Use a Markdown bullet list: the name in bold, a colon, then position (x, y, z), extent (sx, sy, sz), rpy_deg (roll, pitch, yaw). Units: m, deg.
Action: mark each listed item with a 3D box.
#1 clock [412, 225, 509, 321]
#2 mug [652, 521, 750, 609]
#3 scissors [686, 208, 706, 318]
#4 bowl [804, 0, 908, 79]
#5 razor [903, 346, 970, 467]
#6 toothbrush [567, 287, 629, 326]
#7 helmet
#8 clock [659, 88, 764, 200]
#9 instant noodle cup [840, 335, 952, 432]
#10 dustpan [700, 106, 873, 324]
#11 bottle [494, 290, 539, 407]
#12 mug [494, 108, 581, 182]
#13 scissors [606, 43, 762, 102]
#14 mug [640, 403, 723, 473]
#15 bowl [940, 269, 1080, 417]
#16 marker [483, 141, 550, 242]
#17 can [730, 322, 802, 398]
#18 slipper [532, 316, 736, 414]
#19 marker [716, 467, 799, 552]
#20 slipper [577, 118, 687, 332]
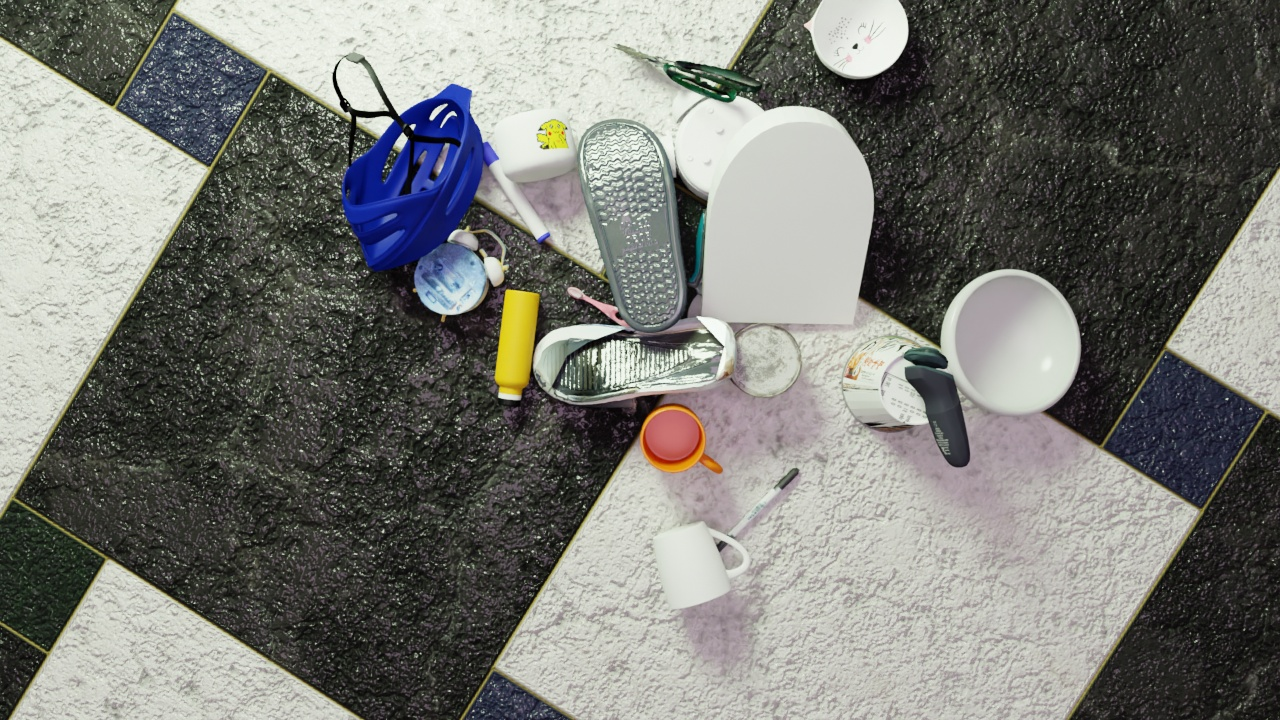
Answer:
- **clock**: position (-0.223, -0.111, 1.149), extent (0.125, 0.052, 0.089), rpy_deg (-43, 89, 2)
- **mug**: position (0.076, 0.246, 1.134), extent (0.114, 0.081, 0.087), rpy_deg (-17, 84, -6)
- **scissors**: position (0.090, -0.122, 1.156), extent (0.126, 0.019, 0.154), rpy_deg (-26, 92, 4)
- **bowl**: position (0.266, -0.400, 1.130), extent (0.115, 0.050, 0.114), rpy_deg (0, 91, 2)
- **razor**: position (0.333, 0.052, 1.018), extent (0.052, 0.047, 0.143), rpy_deg (-19, 93, -23)
- **toothbrush**: position (-0.033, -0.060, 1.162), extent (0.135, 0.016, 0.021), rpy_deg (27, 93, 1)
- **helmet**: position (-0.289, -0.237, 1.068), extent (0.148, 0.227, 0.241), rpy_deg (28, 83, 34)
- **clock**: position (0.103, -0.260, 1.126), extent (0.161, 0.073, 0.125), rpy_deg (23, 91, 1)
- **instant noodle cup**: position (0.314, 0.030, 1.100), extent (0.123, 0.121, 0.123), rpy_deg (0, 91, 2)
- **dustpan**: position (0.175, -0.169, 1.101), extent (0.191, 0.053, 0.258), rpy_deg (1, 123, -2)
- **bottle**: position (-0.157, -0.014, 1.152), extent (0.043, 0.043, 0.143), rpy_deg (7, 91, 1)
- **mug**: position (-0.119, -0.263, 1.129), extent (0.115, 0.094, 0.068), rpy_deg (-13, 92, -36)
- **scissors**: position (0.058, -0.364, 1.139), extent (0.210, 0.137, 0.015), rpy_deg (33, 128, 26)
- **mug**: position (0.054, 0.103, 1.121), extent (0.112, 0.096, 0.077), rpy_deg (34, 91, 1)
- **bowl**: position (0.438, -0.019, 1.116), extent (0.176, 0.066, 0.176), rpy_deg (1, 85, -12)
- **marker**: position (-0.161, -0.213, 1.161), extent (0.020, 0.020, 0.141), rpy_deg (-34, 91, 2)
- **can**: position (0.149, 0.000, 1.129), extent (0.090, 0.074, 0.090), rpy_deg (0, 90, 3)
- **slipper**: position (-0.007, 0.006, 1.129), extent (0.264, 0.063, 0.111), rpy_deg (-8, 69, 20)
- **marker**: position (0.146, 0.191, 1.163), extent (0.011, 0.011, 0.152), rpy_deg (44, 92, 1)
- **slipper**: position (0.001, -0.163, 1.120), extent (0.111, 0.083, 0.268), rpy_deg (-14, 84, 11)
